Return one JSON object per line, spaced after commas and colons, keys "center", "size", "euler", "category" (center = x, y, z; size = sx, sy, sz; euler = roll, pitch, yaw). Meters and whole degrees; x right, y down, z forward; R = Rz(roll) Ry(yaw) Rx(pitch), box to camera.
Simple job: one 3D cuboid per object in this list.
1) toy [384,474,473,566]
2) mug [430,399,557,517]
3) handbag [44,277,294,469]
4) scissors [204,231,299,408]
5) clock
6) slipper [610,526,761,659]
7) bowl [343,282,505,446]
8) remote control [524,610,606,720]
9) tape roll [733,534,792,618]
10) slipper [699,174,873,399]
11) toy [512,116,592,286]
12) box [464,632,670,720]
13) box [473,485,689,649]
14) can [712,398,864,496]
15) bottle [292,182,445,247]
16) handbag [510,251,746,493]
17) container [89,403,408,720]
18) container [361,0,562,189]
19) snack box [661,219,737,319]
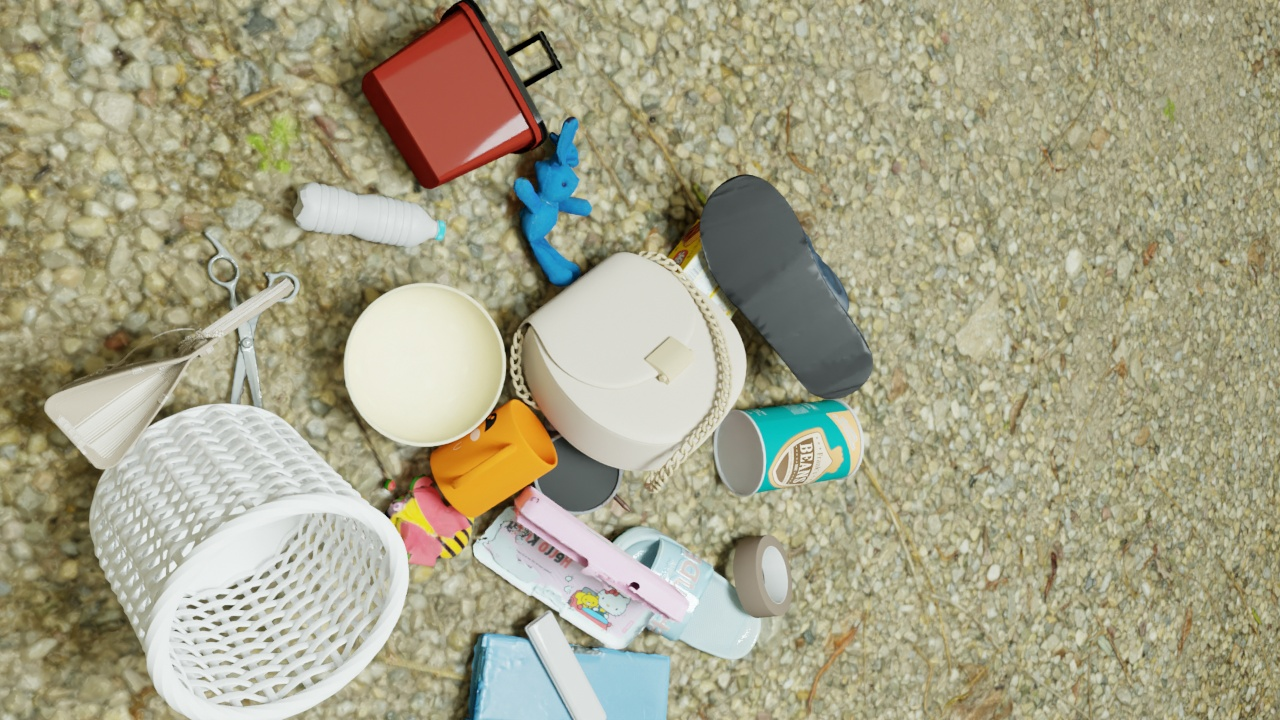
{"center": [-0.209, 0.159, 0.900], "size": [0.103, 0.046, 0.084], "euler": [25, 66, -32], "category": "toy"}
{"center": [-0.144, 0.097, 0.874], "size": [0.096, 0.112, 0.077], "euler": [-33, 92, 9], "category": "mug"}
{"center": [-0.362, -0.005, 0.734], "size": [0.197, 0.176, 0.062], "euler": [-41, 110, -24], "category": "handbag"}
{"center": [-0.364, -0.030, 0.822], "size": [0.130, 0.014, 0.153], "euler": [35, 73, -26], "category": "scissors"}
{"center": [-0.070, 0.097, 0.953], "size": [0.104, 0.056, 0.148], "euler": [-17, 104, -3], "category": "clock"}
{"center": [0.052, 0.268, 1.029], "size": [0.245, 0.074, 0.104], "euler": [35, 75, -27], "category": "slipper"}
{"center": [-0.211, 0.003, 0.872], "size": [0.150, 0.075, 0.151], "euler": [-1, 92, -28], "category": "bowl"}
{"center": [-0.076, 0.323, 0.949], "size": [0.033, 0.012, 0.131], "euler": [-30, 95, -35], "category": "remote control"}
{"center": [0.144, 0.253, 1.078], "size": [0.093, 0.030, 0.093], "euler": [31, 51, -49], "category": "tape roll"}
{"center": [0.158, -0.082, 1.009], "size": [0.109, 0.083, 0.265], "euler": [-33, 100, 16], "category": "slipper"}
{"center": [-0.087, -0.166, 0.939], "size": [0.071, 0.112, 0.176], "euler": [8, 112, 6], "category": "toy"}
{"center": [-0.080, 0.385, 0.973], "size": [0.231, 0.060, 0.175], "euler": [16, 85, -29], "category": "box"}
{"center": [-0.063, 0.220, 0.923], "size": [0.201, 0.111, 0.101], "euler": [37, 85, -12], "category": "box"}
{"center": [0.172, 0.100, 1.073], "size": [0.143, 0.099, 0.099], "euler": [-5, 94, -29], "category": "can"}
{"center": [-0.252, -0.134, 0.862], "size": [0.136, 0.044, 0.044], "euler": [7, 88, -29], "category": "bottle"}
{"center": [-0.006, 0.005, 0.931], "size": [0.208, 0.104, 0.210], "euler": [42, 54, 9], "category": "handbag"}
{"center": [-0.312, 0.153, 0.728], "size": [0.188, 0.187, 0.190], "euler": [-21, 124, -35], "category": "container"}
{"center": [-0.146, -0.264, 0.876], "size": [0.200, 0.127, 0.148], "euler": [-35, 108, -16], "category": "container"}
{"center": [0.078, -0.099, 1.035], "size": [0.083, 0.061, 0.105], "euler": [46, 71, -23], "category": "snack box"}
